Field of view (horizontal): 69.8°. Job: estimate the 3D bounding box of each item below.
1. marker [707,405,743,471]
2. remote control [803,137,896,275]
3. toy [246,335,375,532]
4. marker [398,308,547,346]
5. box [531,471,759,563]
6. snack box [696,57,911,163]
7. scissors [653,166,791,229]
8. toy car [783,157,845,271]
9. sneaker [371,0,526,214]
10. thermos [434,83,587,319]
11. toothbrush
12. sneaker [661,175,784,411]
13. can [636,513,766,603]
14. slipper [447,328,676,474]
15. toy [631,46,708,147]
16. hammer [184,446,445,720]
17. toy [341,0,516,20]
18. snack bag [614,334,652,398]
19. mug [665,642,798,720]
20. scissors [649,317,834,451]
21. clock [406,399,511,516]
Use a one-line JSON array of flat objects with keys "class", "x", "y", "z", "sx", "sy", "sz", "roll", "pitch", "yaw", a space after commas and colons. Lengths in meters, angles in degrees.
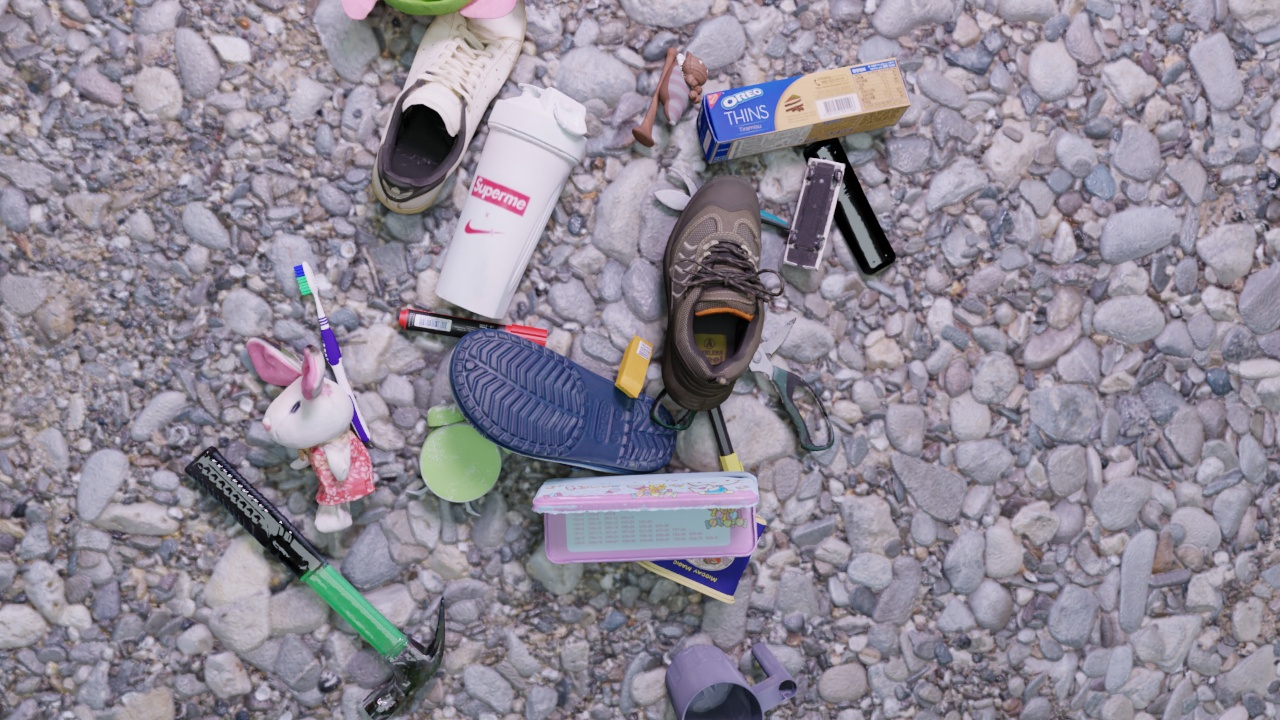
[{"class": "marker", "x": 0.090, "y": 0.087, "z": 0.971, "sx": 0.021, "sy": 0.018, "sz": 0.124, "roll": -23, "pitch": 98, "yaw": -40}, {"class": "remote control", "x": 0.222, "y": -0.164, "z": 0.968, "sx": 0.041, "sy": 0.020, "sz": 0.152, "roll": -29, "pitch": 97, "yaw": -4}, {"class": "toy", "x": -0.307, "y": 0.067, "z": 0.867, "sx": 0.084, "sy": 0.159, "sz": 0.194, "roll": -27, "pitch": 117, "yaw": -36}, {"class": "marker", "x": -0.167, "y": -0.032, "z": 0.917, "sx": 0.145, "sy": 0.021, "sz": 0.024, "roll": 9, "pitch": 131, "yaw": -10}, {"class": "box", "x": 0.007, "y": 0.151, "z": 0.878, "sx": 0.214, "sy": 0.092, "sz": 0.089, "roll": -3, "pitch": 85, "yaw": 4}, {"class": "snack box", "x": 0.162, "y": -0.253, "z": 0.926, "sx": 0.206, "sy": 0.056, "sz": 0.057, "roll": -13, "pitch": 80, "yaw": -7}, {"class": "scissors", "x": 0.090, "y": -0.143, "z": 0.950, "sx": 0.124, "sy": 0.019, "sz": 0.156, "roll": -23, "pitch": 99, "yaw": -7}, {"class": "toy car", "x": 0.181, "y": -0.150, "z": 0.953, "sx": 0.039, "sy": 0.039, "sz": 0.113, "roll": 15, "pitch": 92, "yaw": 17}, {"class": "sneaker", "x": -0.183, "y": -0.252, "z": 0.853, "sx": 0.089, "sy": 0.102, "sz": 0.241, "roll": 26, "pitch": 89, "yaw": -10}, {"class": "thermos", "x": -0.122, "y": -0.152, "z": 0.880, "sx": 0.099, "sy": 0.099, "sz": 0.220, "roll": 21, "pitch": 95, "yaw": -10}, {"class": "toothbrush", "x": -0.302, "y": -0.006, "z": 0.902, "sx": 0.016, "sy": 0.015, "sz": 0.187, "roll": -17, "pitch": 98, "yaw": -4}, {"class": "sneaker", "x": 0.072, "y": -0.076, "z": 0.860, "sx": 0.101, "sy": 0.143, "sz": 0.237, "roll": 9, "pitch": 80, "yaw": -7}, {"class": "can", "x": 0.063, "y": 0.186, "z": 0.957, "sx": 0.116, "sy": 0.056, "sz": 0.092, "roll": 25, "pitch": 90, "yaw": -10}, {"class": "slipper", "x": -0.082, "y": 0.055, "z": 0.903, "sx": 0.252, "sy": 0.095, "sz": 0.105, "roll": 23, "pitch": 73, "yaw": -27}, {"class": "toy", "x": 0.033, "y": -0.264, "z": 0.917, "sx": 0.055, "sy": 0.041, "sz": 0.101, "roll": 16, "pitch": 84, "yaw": 23}, {"class": "hammer", "x": -0.321, "y": 0.209, "z": 0.911, "sx": 0.130, "sy": 0.032, "sz": 0.319, "roll": -43, "pitch": 99, "yaw": -2}, {"class": "toy", "x": -0.205, "y": -0.387, "z": 0.836, "sx": 0.238, "sy": 0.088, "sz": 0.190, "roll": 31, "pitch": 77, "yaw": 4}, {"class": "snack bag", "x": -0.005, "y": 0.005, "z": 0.916, "sx": 0.026, "sy": 0.099, "sz": 0.020, "roll": 32, "pitch": 122, "yaw": -11}, {"class": "mug", "x": 0.091, "y": 0.342, "z": 0.951, "sx": 0.124, "sy": 0.104, "sz": 0.084, "roll": -26, "pitch": 98, "yaw": -6}, {"class": "scissors", "x": 0.111, "y": 0.041, "z": 0.951, "sx": 0.201, "sy": 0.015, "sz": 0.201, "roll": -36, "pitch": 101, "yaw": -20}, {"class": "clock", "x": -0.176, "y": 0.092, "z": 0.917, "sx": 0.094, "sy": 0.042, "sz": 0.119, "roll": 19, "pitch": 91, "yaw": -11}]
